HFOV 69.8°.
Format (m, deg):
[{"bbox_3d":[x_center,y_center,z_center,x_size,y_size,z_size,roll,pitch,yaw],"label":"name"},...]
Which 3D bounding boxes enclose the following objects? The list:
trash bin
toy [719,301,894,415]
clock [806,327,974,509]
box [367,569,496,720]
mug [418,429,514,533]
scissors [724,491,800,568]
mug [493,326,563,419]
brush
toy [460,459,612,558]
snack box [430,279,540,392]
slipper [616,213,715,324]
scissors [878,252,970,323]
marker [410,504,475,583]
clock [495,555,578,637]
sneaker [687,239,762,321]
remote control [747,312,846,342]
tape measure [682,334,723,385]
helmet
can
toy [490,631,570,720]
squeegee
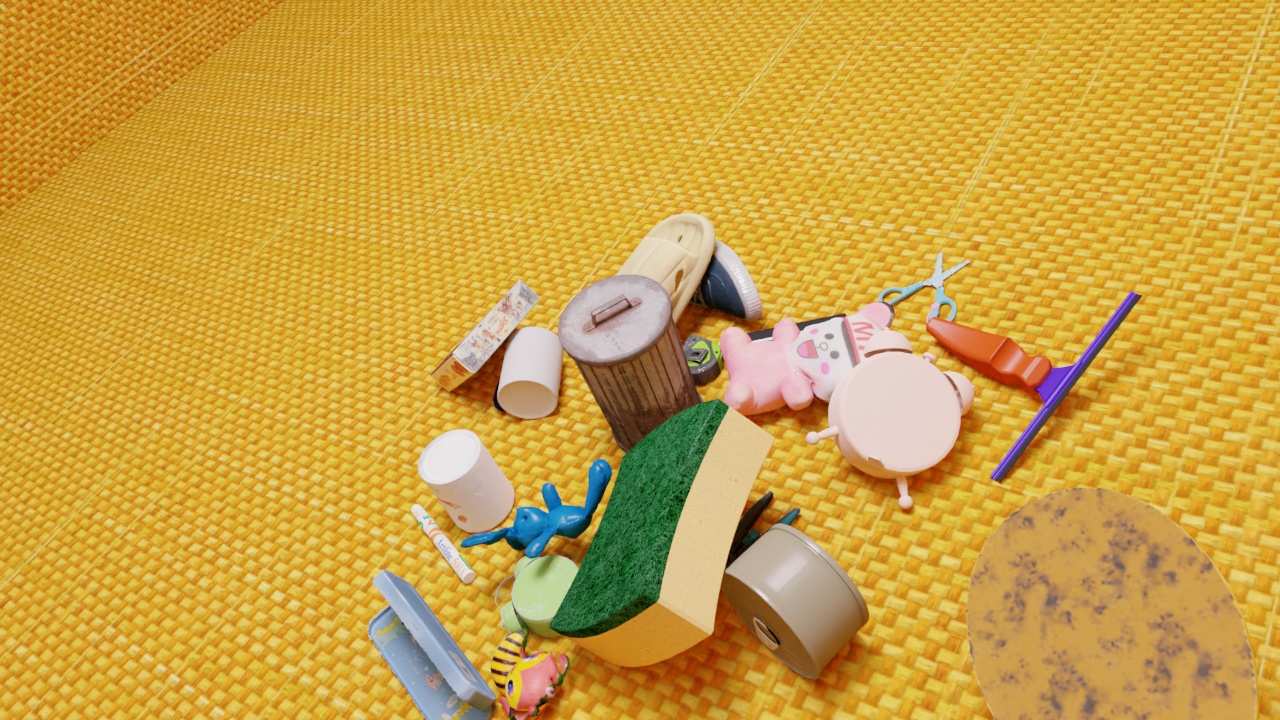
[{"bbox_3d":[-0.006,0.006,1.073,0.131,0.211,0.130,-11,48,12],"label":"trash bin"},{"bbox_3d":[0.202,0.005,1.085,0.213,0.084,0.141,-12,47,14],"label":"toy"},{"bbox_3d":[0.273,0.054,0.973,0.131,0.086,0.160,35,68,5],"label":"clock"},{"bbox_3d":[-0.240,0.320,0.986,0.079,0.072,0.210,-49,49,-6],"label":"box"},{"bbox_3d":[-0.208,0.146,1.105,0.082,0.105,0.082,-12,45,11],"label":"mug"},{"bbox_3d":[0.115,0.198,0.982,0.150,0.019,0.130,-10,44,13],"label":"scissors"},{"bbox_3d":[-0.157,0.024,1.231,0.112,0.078,0.096,-33,36,32],"label":"mug"},{"bbox_3d":[0.021,0.174,0.925,0.196,0.075,0.249,-37,23,51],"label":"brush"},{"bbox_3d":[-0.103,0.175,1.024,0.176,0.112,0.071,-29,85,6],"label":"toy"},{"bbox_3d":[-0.216,-0.031,1.267,0.146,0.041,0.143,-51,10,-26],"label":"snack box"},{"bbox_3d":[0.000,-0.086,1.196,0.111,0.079,0.261,25,88,40],"label":"slipper"},{"bbox_3d":[0.358,-0.092,1.168,0.120,0.015,0.138,2,43,23],"label":"scissors"},{"bbox_3d":[-0.241,0.220,1.112,0.017,0.017,0.145,-39,46,-15],"label":"marker"},{"bbox_3d":[-0.103,0.256,1.001,0.119,0.042,0.094,-4,46,20],"label":"clock"},{"bbox_3d":[0.077,-0.113,1.251,0.087,0.089,0.235,-31,38,-13],"label":"sneaker"},{"bbox_3d":[0.192,-0.034,1.175,0.147,0.015,0.033,-12,45,12],"label":"remote control"},{"bbox_3d":[0.075,-0.001,1.178,0.059,0.036,0.065,13,54,31],"label":"tape measure"},{"bbox_3d":[0.393,0.240,0.741,0.206,0.131,0.254,-36,41,33],"label":"helmet"},{"bbox_3d":[0.143,0.225,0.866,0.073,0.128,0.128,-39,46,-18],"label":"can"},{"bbox_3d":[-0.116,0.325,0.938,0.103,0.046,0.084,26,84,50],"label":"toy"},{"bbox_3d":[0.402,-0.004,1.030,0.249,0.055,0.185,-52,48,-3],"label":"squeegee"}]
